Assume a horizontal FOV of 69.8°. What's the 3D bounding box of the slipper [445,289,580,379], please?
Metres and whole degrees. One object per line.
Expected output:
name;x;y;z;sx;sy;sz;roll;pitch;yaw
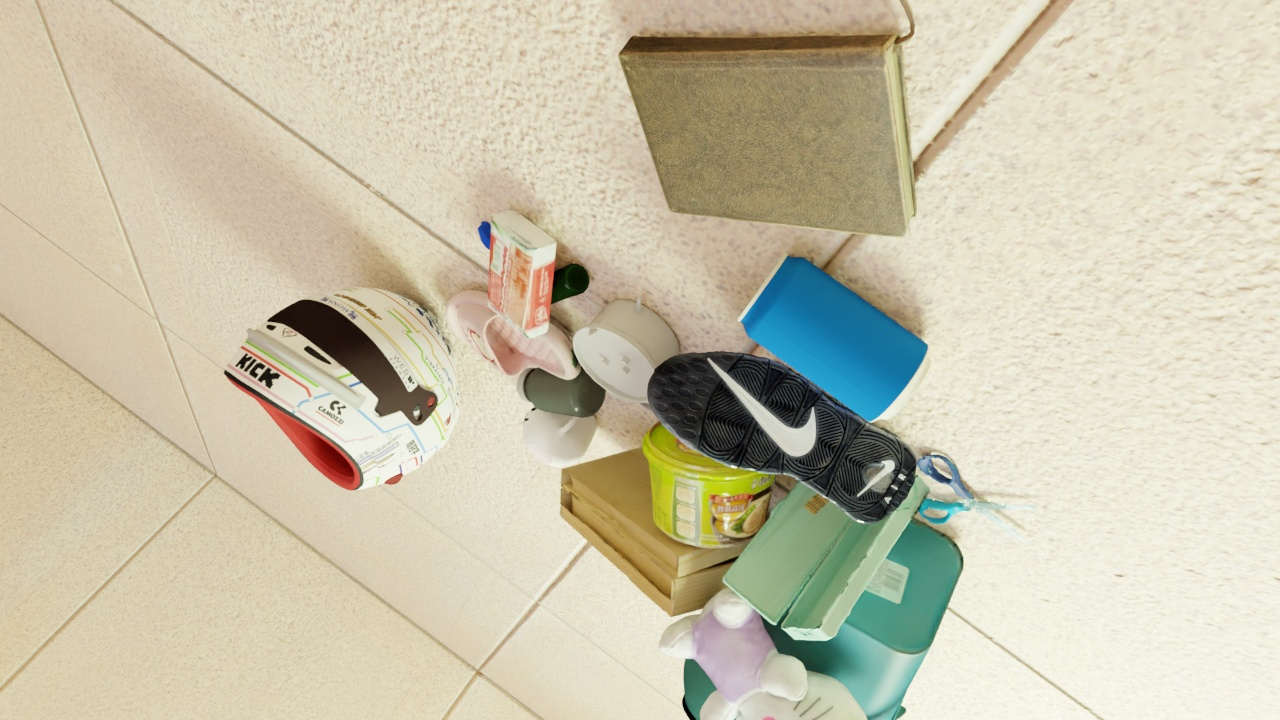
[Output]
slipper;-0.157;-0.025;1.077;0.222;0.055;0.107;17;145;40

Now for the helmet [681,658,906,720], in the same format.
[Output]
helmet;0.190;0.424;1.200;0.275;0.200;0.176;35;-164;30

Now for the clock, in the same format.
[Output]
clock;-0.005;0.006;0.969;0.120;0.060;0.159;5;135;42

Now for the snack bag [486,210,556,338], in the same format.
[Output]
snack bag;-0.124;-0.089;0.946;0.077;0.036;0.116;38;136;31

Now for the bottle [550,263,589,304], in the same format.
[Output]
bottle;-0.100;-0.075;0.985;0.033;0.032;0.123;49;148;-19

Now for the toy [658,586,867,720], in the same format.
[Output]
toy;0.121;0.323;0.903;0.138;0.085;0.209;-42;86;24

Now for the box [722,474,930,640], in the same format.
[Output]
box;0.177;0.164;0.863;0.112;0.186;0.078;38;154;15

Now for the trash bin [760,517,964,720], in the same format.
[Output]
trash bin;0.223;0.273;0.984;0.196;0.198;0.219;27;141;16

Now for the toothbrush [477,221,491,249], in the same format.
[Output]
toothbrush;-0.144;-0.080;1.043;0.016;0.011;0.187;14;142;33

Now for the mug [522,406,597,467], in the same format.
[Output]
mug;-0.100;0.086;1.157;0.090;0.076;0.124;41;149;-6

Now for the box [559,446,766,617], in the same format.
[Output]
box;0.020;0.181;1.037;0.249;0.128;0.092;26;113;54

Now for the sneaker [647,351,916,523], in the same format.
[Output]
sneaker;0.117;0.049;0.840;0.252;0.097;0.151;25;-175;-13

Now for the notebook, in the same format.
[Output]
notebook;0.088;-0.179;0.652;0.216;0.034;0.190;14;141;34

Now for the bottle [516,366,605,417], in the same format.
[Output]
bottle;-0.097;0.034;1.101;0.109;0.060;0.060;6;137;41

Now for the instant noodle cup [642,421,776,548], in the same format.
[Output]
instant noodle cup;0.074;0.122;0.942;0.146;0.145;0.098;15;114;33

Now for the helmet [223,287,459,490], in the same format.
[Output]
helmet;-0.355;0.020;1.172;0.231;0.235;0.315;27;156;24

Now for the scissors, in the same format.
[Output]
scissors;0.306;0.130;0.862;0.128;0.014;0.127;-2;130;49

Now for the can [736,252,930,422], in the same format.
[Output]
can;0.158;-0.018;0.751;0.146;0.078;0.079;36;149;3
